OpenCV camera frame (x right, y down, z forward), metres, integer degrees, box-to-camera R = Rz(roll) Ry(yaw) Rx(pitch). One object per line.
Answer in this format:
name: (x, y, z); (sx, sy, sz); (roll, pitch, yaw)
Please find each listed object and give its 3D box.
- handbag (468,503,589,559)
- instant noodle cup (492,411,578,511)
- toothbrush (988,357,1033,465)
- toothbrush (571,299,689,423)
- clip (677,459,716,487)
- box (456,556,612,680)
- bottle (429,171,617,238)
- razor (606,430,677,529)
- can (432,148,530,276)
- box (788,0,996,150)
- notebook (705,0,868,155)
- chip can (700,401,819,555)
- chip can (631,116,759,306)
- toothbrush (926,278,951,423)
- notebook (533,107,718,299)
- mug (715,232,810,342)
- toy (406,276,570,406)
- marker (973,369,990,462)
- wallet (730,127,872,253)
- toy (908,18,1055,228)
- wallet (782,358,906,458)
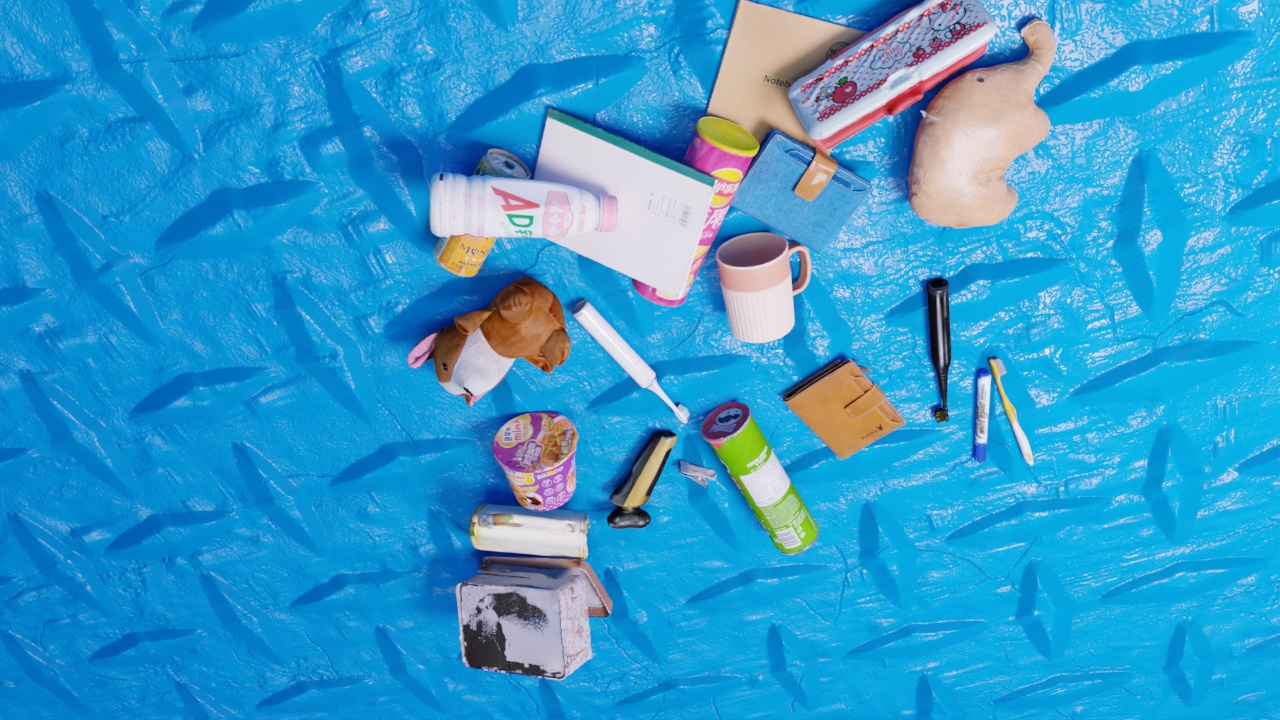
handbag: (-0.150, 0.225, 1.254); (0.163, 0.063, 0.179); (5, 161, -3)
instant noodle cup: (-0.134, 0.140, 1.225); (0.111, 0.111, 0.099); (-3, 130, 3)
toothbrush: (0.492, 0.069, 1.207); (0.018, 0.016, 0.191); (-27, 118, 8)
toothbrush: (-0.007, 0.007, 1.175); (0.221, 0.026, 0.027); (47, 152, -24)
clip: (0.078, 0.155, 1.272); (0.056, 0.024, 0.028); (25, 124, -18)
box: (-0.150, 0.356, 1.342); (0.182, 0.168, 0.150); (-1, 93, 25)
bottle: (-0.124, -0.162, 0.980); (0.197, 0.068, 0.068); (1, 124, -9)
razor: (0.007, 0.165, 1.265); (0.067, 0.062, 0.168); (35, 117, 17)
can: (-0.182, -0.167, 1.049); (0.058, 0.058, 0.146); (27, 120, -15)
box: (0.255, -0.287, 0.924); (0.202, 0.099, 0.095); (-30, 120, 16)
notebook: (0.147, -0.271, 1.000); (0.148, 0.008, 0.208); (13, 123, -6)
chip can: (0.165, 0.164, 1.246); (0.072, 0.072, 0.236); (-24, 120, 16)
chip can: (0.057, -0.162, 1.028); (0.071, 0.071, 0.211); (18, 126, -10)
toothbrush: (0.378, -0.006, 1.156); (0.027, 0.026, 0.213); (-16, 123, -3)
notebook: (-0.028, -0.173, 1.017); (0.209, 0.012, 0.151); (26, 124, 14)
mug: (0.150, -0.091, 1.083); (0.114, 0.081, 0.106); (-25, 126, -17)
toy: (-0.180, -0.012, 1.121); (0.200, 0.130, 0.140); (-24, 126, 27)
marker: (0.451, 0.075, 1.211); (0.017, 0.016, 0.146); (-7, 123, 6)
wallet: (0.177, -0.188, 1.027); (0.133, 0.040, 0.107); (25, 125, -15)
toy: (0.362, -0.246, 0.972); (0.143, 0.082, 0.226); (2, 123, -18)
wallet: (0.272, 0.059, 1.201); (0.119, 0.035, 0.130); (-33, 117, 28)
